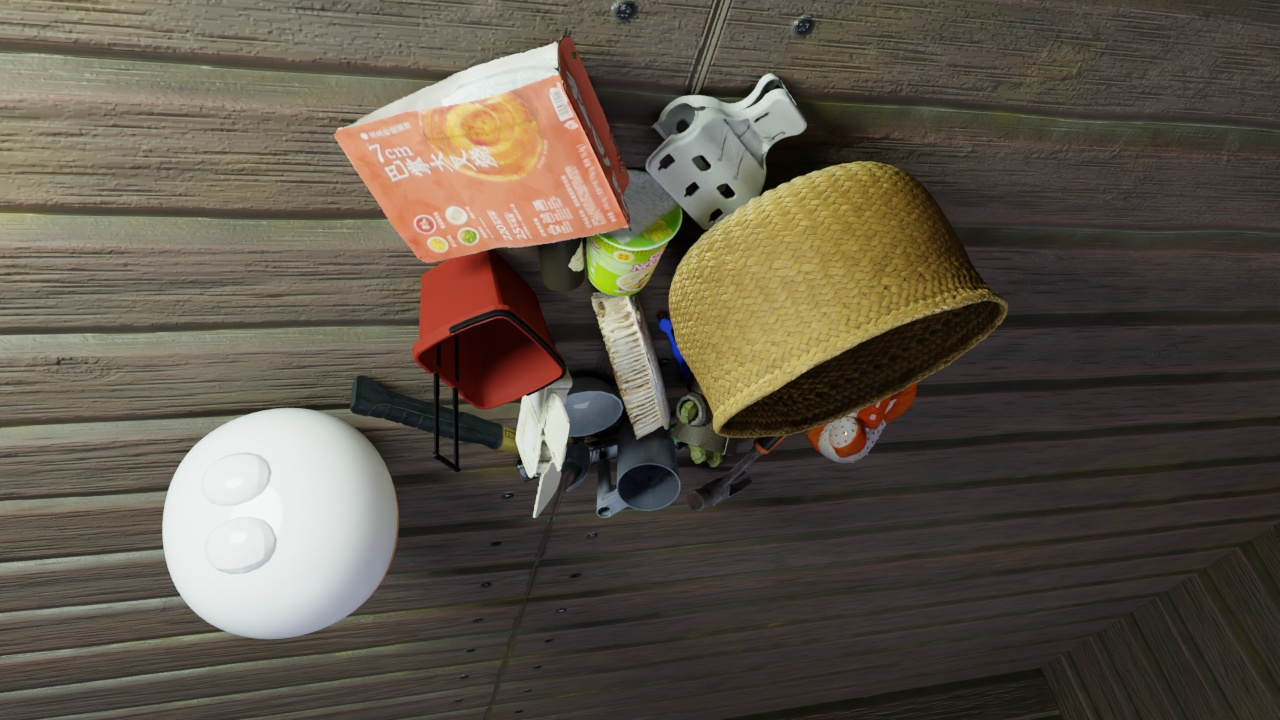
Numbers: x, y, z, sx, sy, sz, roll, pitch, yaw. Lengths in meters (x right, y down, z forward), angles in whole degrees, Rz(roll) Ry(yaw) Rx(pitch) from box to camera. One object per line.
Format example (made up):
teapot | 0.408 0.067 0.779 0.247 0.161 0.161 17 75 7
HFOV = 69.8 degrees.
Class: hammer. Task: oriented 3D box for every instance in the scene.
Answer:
hammer | -0.021 0.121 1.305 0.319 0.032 0.130 -14 125 7
hammer | 0.203 0.113 1.373 0.137 0.035 0.315 -11 148 -52
hammer | -0.203 0.090 1.160 0.332 0.117 0.025 20 134 -32

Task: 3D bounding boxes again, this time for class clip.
clip | 0.081 -0.214 0.880 0.152 0.096 0.126 -46 141 8

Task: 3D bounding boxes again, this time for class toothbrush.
toothbrush | 0.049 -0.010 1.181 0.016 0.018 0.182 -19 148 6

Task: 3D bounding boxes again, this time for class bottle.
bottle | -0.083 -0.149 0.907 0.045 0.045 0.185 -9 138 -8

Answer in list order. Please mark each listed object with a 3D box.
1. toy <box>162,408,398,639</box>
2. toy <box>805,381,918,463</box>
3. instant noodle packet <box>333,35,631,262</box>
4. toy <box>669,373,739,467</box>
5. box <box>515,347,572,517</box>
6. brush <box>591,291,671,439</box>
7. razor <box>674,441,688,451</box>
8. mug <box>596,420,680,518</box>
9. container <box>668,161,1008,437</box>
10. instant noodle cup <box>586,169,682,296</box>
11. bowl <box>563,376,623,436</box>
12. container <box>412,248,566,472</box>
toy | -0.418 0.195 1.091 0.266 0.262 0.281 -11 163 -1
toy | 0.317 0.065 1.294 0.172 0.093 0.164 -44 179 -7
instant noodle packet | -0.136 -0.167 0.813 0.221 0.083 0.164 -15 136 13
toy | 0.099 0.059 1.186 0.078 0.152 0.179 16 179 42
box | -0.113 0.081 1.075 0.050 0.183 0.144 2 116 -20
brush | -0.007 0.007 1.120 0.056 0.083 0.271 -16 146 0
razor | -0.003 0.123 1.345 0.144 0.022 0.043 -3 -175 -9
mug | -0.008 0.147 1.241 0.124 0.103 0.084 -33 120 19
container | 0.189 -0.062 0.949 0.307 0.196 0.307 -20 163 -7
instant noodle cup | -0.015 -0.122 0.933 0.099 0.098 0.108 -6 152 -12
bowl | -0.079 0.055 1.202 0.106 0.039 0.106 -10 145 -7
container | -0.158 -0.001 0.951 0.127 0.200 0.148 -24 145 14
